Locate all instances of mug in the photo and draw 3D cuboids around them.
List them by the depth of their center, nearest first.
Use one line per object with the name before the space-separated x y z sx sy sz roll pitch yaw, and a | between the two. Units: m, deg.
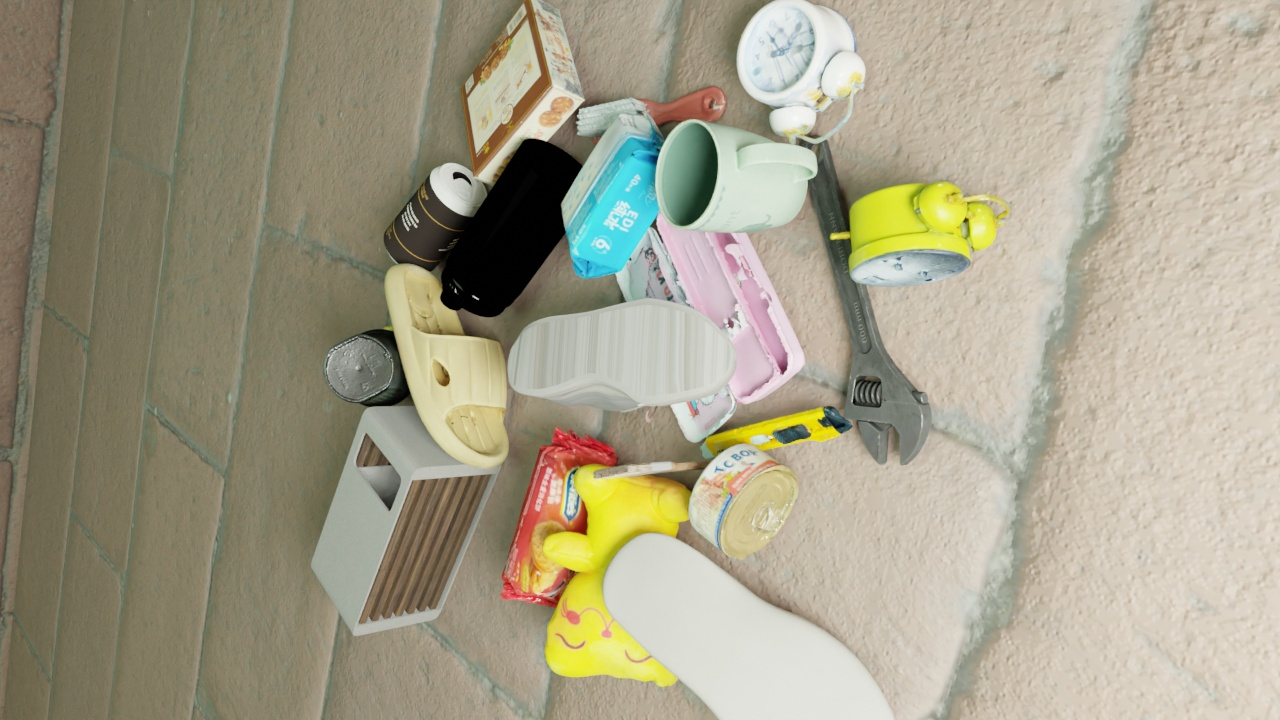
mug | 0.085 -0.145 0.721 0.111 0.103 0.084 -13 79 55

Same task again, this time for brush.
brush | 0.032 0.087 0.747 0.045 0.142 0.008 -19 74 50
brush | 0.005 -0.232 0.860 0.173 0.030 0.041 3 91 43

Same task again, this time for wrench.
wrench | 0.166 -0.052 0.711 0.073 0.018 0.273 -28 68 48

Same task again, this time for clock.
clock | 0.198 -0.088 0.641 0.119 0.083 0.057 -14 72 44
clock | 0.129 -0.231 0.731 0.089 0.051 0.125 -38 67 34

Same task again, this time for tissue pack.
tissue pack | -0.021 -0.148 0.832 0.145 0.061 0.092 -54 30 25

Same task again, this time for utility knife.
utility knife | 0.105 0.063 0.755 0.159 0.017 0.030 -19 111 50

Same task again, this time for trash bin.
trash bin | -0.271 0.179 1.047 0.114 0.114 0.229 40 115 36

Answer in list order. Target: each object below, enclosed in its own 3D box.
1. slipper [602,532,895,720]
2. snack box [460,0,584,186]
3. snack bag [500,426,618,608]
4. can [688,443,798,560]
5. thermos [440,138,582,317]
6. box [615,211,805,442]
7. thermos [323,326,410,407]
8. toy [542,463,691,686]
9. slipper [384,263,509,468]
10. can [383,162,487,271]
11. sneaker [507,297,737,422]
slipper | 0.085 0.243 0.738 0.266 0.081 0.112 34 78 21
snack box | -0.129 -0.279 0.959 0.143 0.041 0.146 -40 50 35
snack bag | -0.077 0.153 0.886 0.082 0.082 0.176 21 96 41
can | 0.083 0.113 0.739 0.043 0.086 0.086 33 111 41
thermos | -0.137 -0.124 0.950 0.199 0.086 0.086 -49 58 31
box | 0.052 -0.044 0.809 0.153 0.037 0.201 -44 60 44
thermos | -0.303 0.008 1.040 0.221 0.098 0.098 173 98 -81
toy | -0.019 0.189 0.823 0.134 0.087 0.194 5 94 2
slipper | -0.202 -0.010 0.993 0.079 0.111 0.261 -38 66 27
can | -0.237 -0.161 1.055 0.129 0.071 0.072 -40 63 35
sneaker | -0.005 0.005 0.814 0.237 0.089 0.099 0 79 37
